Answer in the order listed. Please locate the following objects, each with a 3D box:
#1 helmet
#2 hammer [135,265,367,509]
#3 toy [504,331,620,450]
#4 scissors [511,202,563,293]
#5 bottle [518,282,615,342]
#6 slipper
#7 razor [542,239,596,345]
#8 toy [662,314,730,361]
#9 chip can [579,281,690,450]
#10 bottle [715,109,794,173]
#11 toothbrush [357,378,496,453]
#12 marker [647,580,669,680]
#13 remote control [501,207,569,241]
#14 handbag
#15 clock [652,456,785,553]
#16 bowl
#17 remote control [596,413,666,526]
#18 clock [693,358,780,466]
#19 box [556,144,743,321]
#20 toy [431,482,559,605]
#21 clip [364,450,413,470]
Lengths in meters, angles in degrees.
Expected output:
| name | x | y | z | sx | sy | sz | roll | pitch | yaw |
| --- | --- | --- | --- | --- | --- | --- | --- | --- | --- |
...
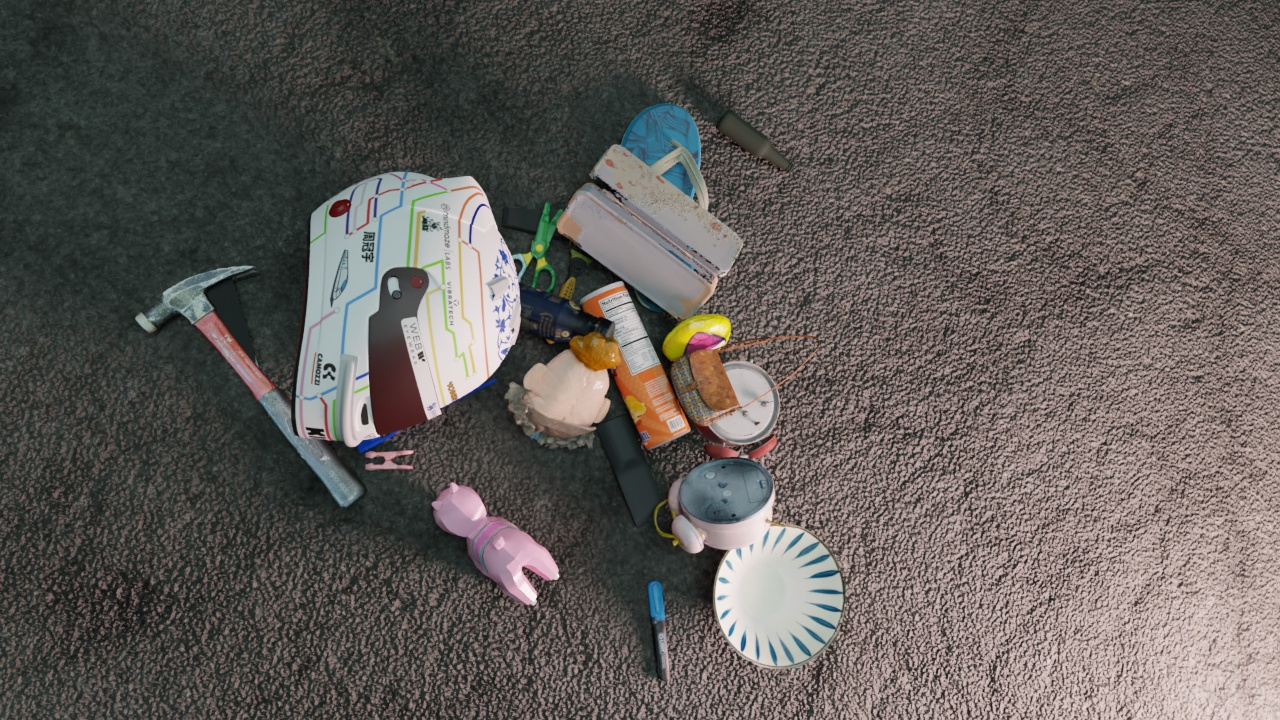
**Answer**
| name | x | y | z | sx | sy | sz | roll | pitch | yaw |
| --- | --- | --- | --- | --- | --- | --- | --- | --- | --- |
| helmet | -0.255 | -0.058 | 1.035 | 0.236 | 0.231 | 0.314 | 2 | 74 | -7 |
| hammer | -0.431 | 0.034 | 1.080 | 0.140 | 0.036 | 0.326 | -39 | 92 | -15 |
| toy | -0.088 | 0.033 | 1.122 | 0.132 | 0.076 | 0.176 | 25 | 115 | -33 |
| scissors | -0.142 | -0.148 | 1.188 | 0.078 | 0.013 | 0.132 | 10 | 87 | -11 |
| bottle | -0.111 | -0.054 | 1.142 | 0.161 | 0.056 | 0.056 | 19 | 75 | 10 |
| slipper | 0.031 | -0.212 | 1.226 | 0.118 | 0.060 | 0.294 | 1 | 81 | -10 |
| razor | -0.096 | -0.086 | 1.191 | 0.044 | 0.021 | 0.144 | 27 | 73 | -27 |
| toy | 0.073 | -0.029 | 1.190 | 0.095 | 0.094 | 0.041 | -26 | 65 | 4 |
| chip can | -0.007 | 0.007 | 1.177 | 0.062 | 0.062 | 0.210 | -24 | 87 | -17 |
| bottle | 0.164 | -0.304 | 1.289 | 0.123 | 0.033 | 0.033 | 34 | 74 | -7 |
| toothbrush | -0.262 | 0.064 | 1.129 | 0.186 | 0.017 | 0.011 | -29 | 87 | -19 |
| marker | 0.024 | 0.339 | 1.154 | 0.018 | 0.015 | 0.123 | -4 | 83 | -16 |
| remote control | -0.119 | -0.180 | 1.207 | 0.124 | 0.010 | 0.039 | 7 | 79 | -12 |
| handbag | 0.137 | 0.011 | 1.158 | 0.195 | 0.043 | 0.093 | -20 | 70 | -3 |
| clock | 0.092 | 0.183 | 1.140 | 0.158 | 0.116 | 0.059 | -12 | 124 | 2 |
| bowl | 0.166 | 0.296 | 1.168 | 0.177 | 0.071 | 0.177 | 2 | 81 | -14 |
| remote control | -0.011 | 0.140 | 1.176 | 0.045 | 0.021 | 0.140 | -21 | 88 | -16 |
| clock | 0.128 | 0.076 | 1.200 | 0.109 | 0.062 | 0.156 | -7 | 83 | -16 |
| box | 0.014 | -0.165 | 1.183 | 0.217 | 0.094 | 0.121 | 37 | 118 | -7 |
| toy | -0.175 | 0.211 | 1.078 | 0.067 | 0.123 | 0.157 | -47 | 109 | -17 |
| clip | -0.303 | 0.114 | 1.105 | 0.059 | 0.023 | 0.039 | -5 | 85 | -13 |
